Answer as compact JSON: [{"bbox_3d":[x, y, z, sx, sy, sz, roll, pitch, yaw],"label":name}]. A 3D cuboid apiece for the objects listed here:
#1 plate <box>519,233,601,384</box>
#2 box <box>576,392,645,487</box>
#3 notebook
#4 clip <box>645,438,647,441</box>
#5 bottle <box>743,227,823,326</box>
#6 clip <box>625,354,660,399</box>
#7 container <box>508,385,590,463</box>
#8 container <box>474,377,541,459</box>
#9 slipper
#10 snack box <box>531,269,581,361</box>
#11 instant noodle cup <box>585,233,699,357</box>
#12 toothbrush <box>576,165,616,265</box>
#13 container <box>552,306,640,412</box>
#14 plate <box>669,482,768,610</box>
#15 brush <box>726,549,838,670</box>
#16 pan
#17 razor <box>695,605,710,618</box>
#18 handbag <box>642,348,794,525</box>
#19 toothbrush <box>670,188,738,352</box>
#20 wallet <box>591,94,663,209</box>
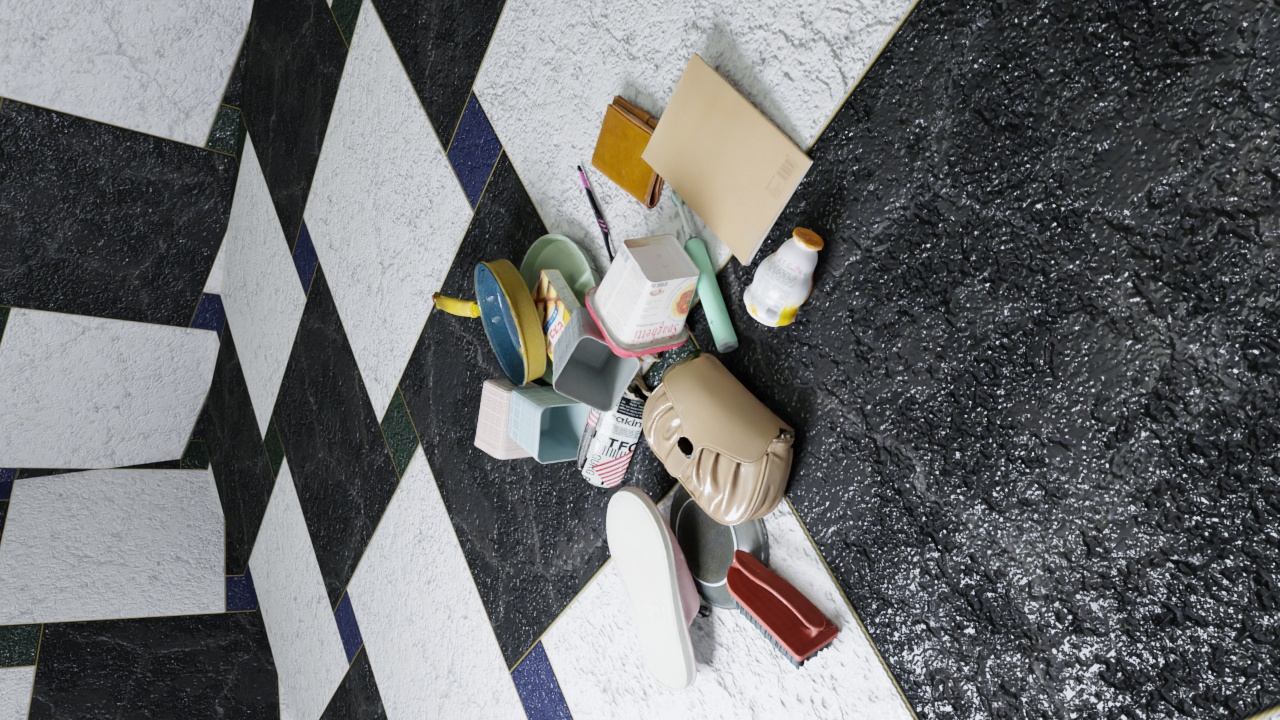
[{"bbox_3d":[-0.121,-0.076,1.387,0.231,0.027,0.230,9,101,51],"label":"plate"},{"bbox_3d":[-0.043,0.097,1.303,0.085,0.075,0.162,-91,16,-56],"label":"box"},{"bbox_3d":[0.094,-0.236,1.073,0.211,0.012,0.150,50,131,25],"label":"notebook"},{"bbox_3d":[0.019,0.088,1.239,0.024,0.028,0.057,37,131,47],"label":"clip"},{"bbox_3d":[0.158,-0.090,0.992,0.063,0.063,0.109,54,134,33],"label":"bottle"},{"bbox_3d":[-0.007,0.006,1.245,0.099,0.035,0.098,64,143,36],"label":"clip"},{"bbox_3d":[-0.141,0.091,1.386,0.111,0.089,0.090,25,114,51],"label":"container"},{"bbox_3d":[-0.206,0.090,1.472,0.090,0.090,0.111,20,107,50],"label":"container"},{"bbox_3d":[0.024,0.292,1.187,0.114,0.054,0.274,-11,95,45],"label":"slipper"},{"bbox_3d":[-0.117,-0.055,1.335,0.140,0.033,0.087,56,135,29],"label":"snack box"},{"bbox_3d":[0.008,-0.083,1.134,0.116,0.116,0.124,59,146,29],"label":"instant noodle cup"},{"bbox_3d":[-0.057,-0.202,1.298,0.018,0.014,0.189,-36,66,38],"label":"toothbrush"},{"bbox_3d":[-0.064,-0.007,1.216,0.090,0.090,0.114,-58,21,19],"label":"container"},{"bbox_3d":[0.089,0.227,1.156,0.180,0.024,0.179,9,102,52],"label":"plate"},{"bbox_3d":[0.153,0.275,1.044,0.146,0.063,0.069,38,140,42],"label":"brush"},{"bbox_3d":[-0.250,-0.073,1.455,0.357,0.078,0.198,30,134,59],"label":"pan"},{"bbox_3d":[0.039,0.328,1.230,0.143,0.022,0.043,0,132,48],"label":"razor"},{"bbox_3d":[0.085,0.092,1.081,0.204,0.099,0.148,45,125,35],"label":"handbag"},{"bbox_3d":[0.074,-0.115,1.128,0.027,0.026,0.224,120,134,-69],"label":"toothbrush"},{"bbox_3d":[-0.010,-0.282,1.207,0.130,0.035,0.119,44,126,36],"label":"wallet"}]
